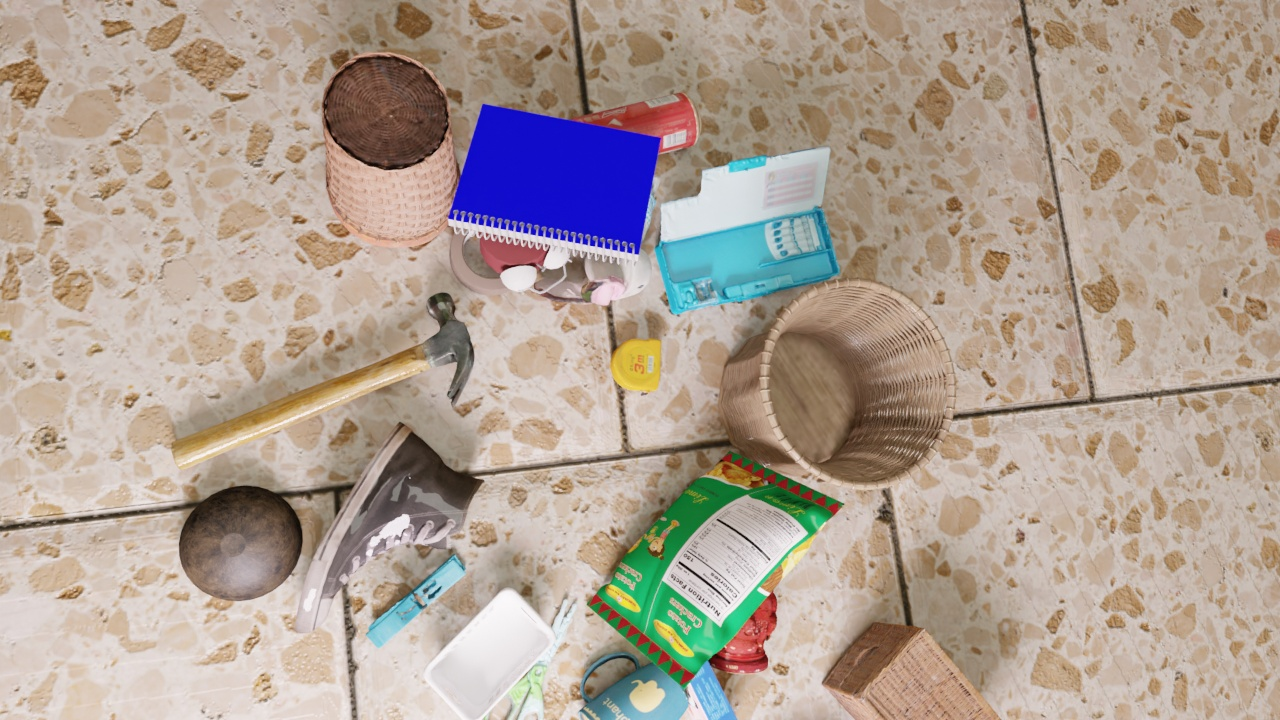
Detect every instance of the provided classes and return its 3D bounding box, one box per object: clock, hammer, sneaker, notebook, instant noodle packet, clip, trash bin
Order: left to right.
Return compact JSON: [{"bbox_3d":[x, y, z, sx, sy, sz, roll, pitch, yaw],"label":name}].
[{"bbox_3d":[-0.338,0.039,0.994,0.330,0.033,0.132,-23,63,-11],"label":"hammer"},{"bbox_3d":[-0.270,0.195,0.974,0.120,0.095,0.234,32,68,-8],"label":"sneaker"},{"bbox_3d":[-0.261,-0.217,0.974,0.151,0.210,0.151,2,82,-14],"label":"trash bin"},{"bbox_3d":[-0.237,0.256,0.971,0.126,0.113,0.028,-40,89,-3],"label":"clip"},{"bbox_3d":[-0.135,-0.131,1.037,0.087,0.044,0.124,-36,82,-15],"label":"clock"},{"bbox_3d":[-0.093,-0.197,1.026,0.209,0.022,0.171,11,65,-1],"label":"notebook"},{"bbox_3d":[0.076,0.216,1.011,0.252,0.196,0.090,-45,122,-16],"label":"instant noodle packet"}]

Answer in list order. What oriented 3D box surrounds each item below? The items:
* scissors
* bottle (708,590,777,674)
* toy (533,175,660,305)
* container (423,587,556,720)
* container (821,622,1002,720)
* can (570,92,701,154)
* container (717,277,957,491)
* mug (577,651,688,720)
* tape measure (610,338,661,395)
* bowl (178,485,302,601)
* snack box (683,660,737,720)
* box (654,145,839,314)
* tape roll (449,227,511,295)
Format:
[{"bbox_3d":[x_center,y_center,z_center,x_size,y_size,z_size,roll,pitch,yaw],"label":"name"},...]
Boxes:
[{"bbox_3d":[-0.118,0.346,1.027,0.072,0.033,0.175,26,72,-6],"label":"scissors"},{"bbox_3d":[0.107,0.294,1.056,0.099,0.099,0.111,4,91,-14],"label":"bottle"},{"bbox_3d":[-0.025,-0.137,1.097,0.105,0.131,0.205,42,62,-37],"label":"toy"},{"bbox_3d":[-0.162,0.318,0.995,0.081,0.050,0.129,44,74,6],"label":"container"},{"bbox_3d":[0.324,0.412,1.076,0.113,0.113,0.198,-42,93,-16],"label":"container"},{"bbox_3d":[-0.012,-0.277,1.119,0.170,0.067,0.067,-18,86,-16],"label":"can"},{"bbox_3d":[0.210,0.038,1.060,0.226,0.196,0.226,2,81,-14],"label":"container"},{"bbox_3d":[-0.013,0.379,1.020,0.104,0.085,0.112,-32,62,-22],"label":"mug"},{"bbox_3d":[-0.007,0.006,1.097,0.059,0.030,0.068,5,78,-14],"label":"tape measure"},{"bbox_3d":[-0.418,0.190,0.952,0.121,0.056,0.121,2,81,-14],"label":"bowl"},{"bbox_3d":[0.064,0.367,1.030,0.033,0.088,0.154,-26,89,-16],"label":"snack box"},{"bbox_3d":[0.131,-0.163,1.137,0.226,0.074,0.181,-14,108,-16],"label":"box"},{"bbox_3d":[-0.176,-0.125,1.074,0.093,0.030,0.093,2,81,-14],"label":"tape roll"}]
